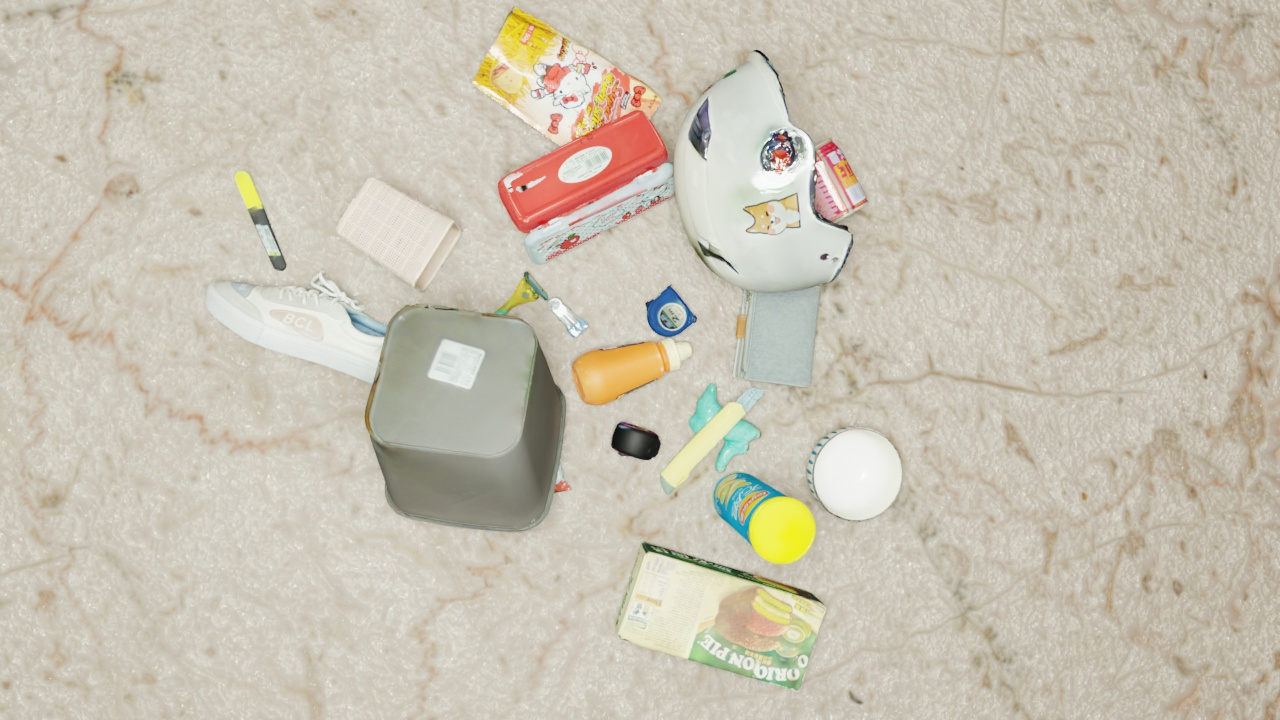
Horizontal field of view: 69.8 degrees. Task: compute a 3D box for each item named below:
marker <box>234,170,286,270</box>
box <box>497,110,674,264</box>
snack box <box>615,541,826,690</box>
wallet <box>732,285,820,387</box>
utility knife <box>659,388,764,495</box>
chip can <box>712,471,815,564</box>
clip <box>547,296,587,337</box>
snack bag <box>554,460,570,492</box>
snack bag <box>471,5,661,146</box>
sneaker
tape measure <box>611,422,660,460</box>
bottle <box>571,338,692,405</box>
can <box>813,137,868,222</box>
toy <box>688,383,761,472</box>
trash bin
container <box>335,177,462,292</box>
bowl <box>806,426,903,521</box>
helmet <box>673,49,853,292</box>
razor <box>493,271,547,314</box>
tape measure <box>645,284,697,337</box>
[{"bbox_3d":[-0.450,-0.165,1.089,0.018,0.015,0.124,-22,97,-5],"label":"marker"},{"bbox_3d":[-0.062,-0.205,1.102,0.201,0.100,0.094,-27,73,-4],"label":"box"},{"bbox_3d":[0.098,0.316,1.139,0.240,0.063,0.114,17,90,-7],"label":"snack box"},{"bbox_3d":[0.169,-0.036,1.151,0.106,0.037,0.129,8,87,-15],"label":"wallet"},{"bbox_3d":[0.085,0.097,1.130,0.031,0.019,0.183,41,111,-6],"label":"utility knife"},{"bbox_3d":[0.138,0.177,1.065,0.071,0.210,0.071,0,91,-6],"label":"chip can"},{"bbox_3d":[-0.092,-0.055,1.131,0.026,0.037,0.058,-44,98,-2],"label":"clip"},{"bbox_3d":[-0.115,0.118,1.128,0.045,0.026,0.105,-9,92,3],"label":"snack bag"},{"bbox_3d":[-0.088,-0.324,1.108,0.208,0.073,0.128,30,87,-14],"label":"snack bag"},{"bbox_3d":[-0.375,-0.053,1.059,0.242,0.089,0.091,23,104,-10],"label":"sneaker"},{"bbox_3d":[-0.007,0.101,1.124,0.058,0.057,0.039,18,90,-15],"label":"tape measure"},{"bbox_3d":[-0.007,0.007,1.123,0.149,0.067,0.067,-18,93,-13],"label":"bottle"},{"bbox_3d":[0.232,-0.220,1.138,0.066,0.066,0.094,-31,95,-5],"label":"can"},{"bbox_3d":[0.103,0.089,1.151,0.092,0.030,0.096,27,94,-4],"label":"toy"},{"bbox_3d":[-0.187,0.058,0.989,0.199,0.220,0.198,7,66,0],"label":"trash bin"},{"bbox_3d":[-0.282,-0.149,1.071,0.111,0.090,0.090,32,88,-4],"label":"container"},{"bbox_3d":[0.261,0.139,1.151,0.116,0.066,0.116,0,92,-8],"label":"bowl"},{"bbox_3d":[0.117,-0.194,1.054,0.157,0.230,0.274,-25,106,1],"label":"helmet"},{"bbox_3d":[-0.173,-0.050,1.115,0.132,0.028,0.043,-45,123,-7],"label":"razor"},{"bbox_3d":[0.035,-0.057,1.141,0.054,0.025,0.058,-39,91,-2],"label":"tape measure"}]
